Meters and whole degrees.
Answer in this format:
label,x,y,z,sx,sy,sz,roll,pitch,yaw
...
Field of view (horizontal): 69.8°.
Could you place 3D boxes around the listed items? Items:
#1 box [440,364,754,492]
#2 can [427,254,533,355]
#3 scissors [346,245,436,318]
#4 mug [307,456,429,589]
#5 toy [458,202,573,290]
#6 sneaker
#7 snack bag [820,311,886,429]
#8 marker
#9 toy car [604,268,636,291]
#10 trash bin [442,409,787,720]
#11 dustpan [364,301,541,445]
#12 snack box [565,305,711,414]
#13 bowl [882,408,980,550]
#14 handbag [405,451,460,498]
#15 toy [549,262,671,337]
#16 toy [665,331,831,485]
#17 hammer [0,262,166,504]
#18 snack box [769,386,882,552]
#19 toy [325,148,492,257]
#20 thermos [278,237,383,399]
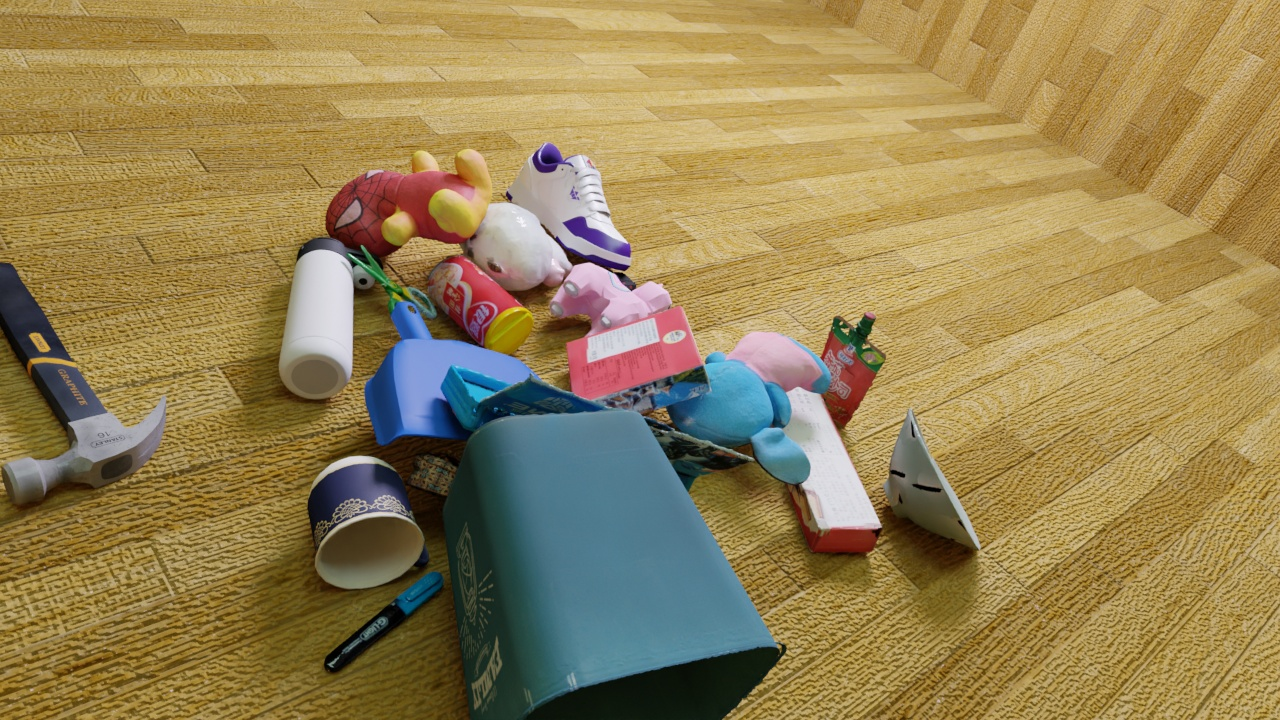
label,x,y,z,sx,sy,sz,roll,pitch,yaw
box,-0.043,0.071,0.820,0.243,0.060,0.176,22,-9,-31
can,-0.187,-0.063,1.071,0.124,0.067,0.066,40,40,27
scissors,-0.282,-0.086,1.056,0.131,0.012,0.108,55,20,9
mug,-0.228,0.135,0.782,0.112,0.086,0.089,37,14,-44
toy,-0.153,-0.142,1.177,0.139,0.101,0.179,45,18,31
sneaker,-0.081,-0.221,1.277,0.244,0.111,0.091,40,20,30
snack bag,0.251,0.006,1.112,0.044,0.155,0.087,-13,47,-33
marker,-0.205,0.209,0.741,0.018,0.015,0.122,34,39,17
toy car,-0.044,-0.102,1.218,0.091,0.036,0.042,-18,50,-41
trash bin,-0.043,0.169,0.685,0.198,0.197,0.218,-2,49,-29
dustpan,-0.188,0.012,0.929,0.245,0.060,0.257,11,34,-45
snack box,-0.006,0.006,1.011,0.145,0.040,0.142,-18,29,2
bowl,0.310,0.144,1.025,0.174,0.068,0.174,55,16,-25
handbag,-0.116,0.131,0.835,0.195,0.094,0.043,24,77,-6
toy,-0.031,-0.074,1.150,0.123,0.067,0.157,45,37,8
toy,0.126,0.038,1.036,0.191,0.099,0.224,-32,47,-30
hammer,-0.549,0.003,0.838,0.312,0.035,0.139,40,38,27
snack box,0.194,0.105,1.051,0.076,0.044,0.272,3,37,-13
toy,-0.283,-0.181,1.104,0.217,0.099,0.147,-6,37,26
thermos,-0.329,-0.050,0.991,0.101,0.069,0.229,17,32,-27
